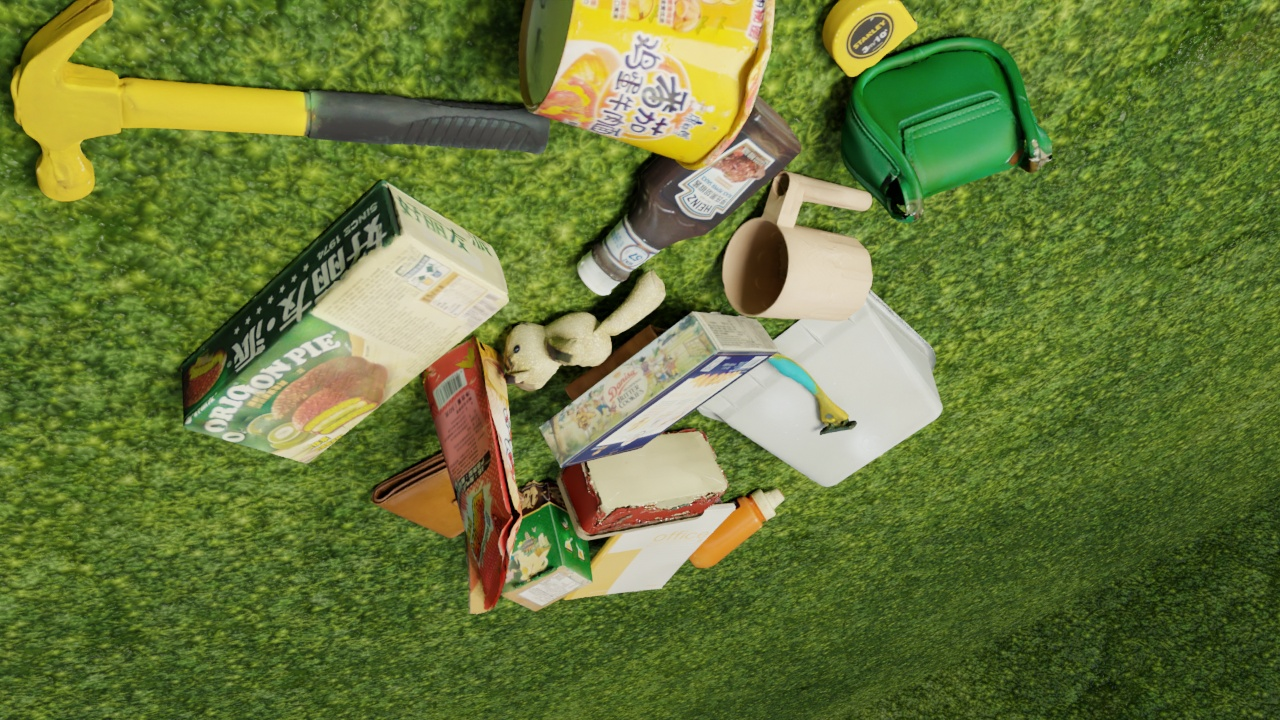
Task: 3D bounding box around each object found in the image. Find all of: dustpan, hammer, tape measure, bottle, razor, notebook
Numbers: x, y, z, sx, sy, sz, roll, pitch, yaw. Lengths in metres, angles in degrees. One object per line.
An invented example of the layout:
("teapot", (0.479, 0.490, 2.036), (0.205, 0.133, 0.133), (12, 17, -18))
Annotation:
("dustpan", (0.222, 0.025, 1.049), (0.223, 0.142, 0.257), (-39, 113, 23))
("hammer", (-0.200, -0.149, 0.552), (0.300, 0.032, 0.129), (-3, 143, -26))
("tape measure", (0.155, -0.233, 0.639), (0.060, 0.029, 0.057), (-38, 144, 22))
("bottle", (0.124, 0.214, 1.212), (0.149, 0.066, 0.067), (-32, 146, 1))
("bottle", (0.028, -0.122, 0.708), (0.195, 0.044, 0.079), (-39, 142, 24))
("razor", (0.172, 0.030, 0.953), (0.132, 0.028, 0.043), (42, 147, -26))
("notebook", (0.008, 0.232, 1.105), (0.145, 0.010, 0.207), (1, 141, -31))

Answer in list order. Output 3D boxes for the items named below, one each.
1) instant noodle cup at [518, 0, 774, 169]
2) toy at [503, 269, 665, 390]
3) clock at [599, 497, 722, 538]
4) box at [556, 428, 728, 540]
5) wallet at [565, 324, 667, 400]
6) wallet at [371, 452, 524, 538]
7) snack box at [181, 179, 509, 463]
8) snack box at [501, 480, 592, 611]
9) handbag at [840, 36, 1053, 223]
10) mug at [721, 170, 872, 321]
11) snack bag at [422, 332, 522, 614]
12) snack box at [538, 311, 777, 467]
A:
("instant noodle cup", (-0.004, -0.188, 0.528), (0.109, 0.137, 0.138), (5, 138, -23))
("toy", (-0.048, -0.027, 0.788), (0.157, 0.066, 0.105), (-29, -172, 3))
("clock", (0.021, 0.186, 1.113), (0.158, 0.059, 0.117), (-16, 147, -12))
("box", (0.008, 0.128, 0.981), (0.168, 0.091, 0.081), (-4, 147, -34))
("wallet", (-0.005, 0.005, 0.856), (0.101, 0.020, 0.115), (-36, 166, 17))
("wallet", (-0.191, 0.137, 0.953), (0.119, 0.035, 0.130), (-24, 147, 13))
("snack box", (-0.224, -0.019, 0.688), (0.240, 0.063, 0.114), (-36, 143, 20))
("snack box", (-0.116, 0.214, 1.031), (0.118, 0.105, 0.117), (-28, 146, 9))
("handbag", (0.224, -0.171, 0.683), (0.131, 0.120, 0.068), (-21, 152, -5))
("mug", (0.142, -0.094, 0.790), (0.103, 0.084, 0.125), (3, 112, -35))
("snack bag", (-0.133, 0.087, 0.757), (0.073, 0.207, 0.129), (2, 138, -24))
("snack box", (0.022, 0.025, 0.847), (0.183, 0.046, 0.177), (-36, 167, 20))
